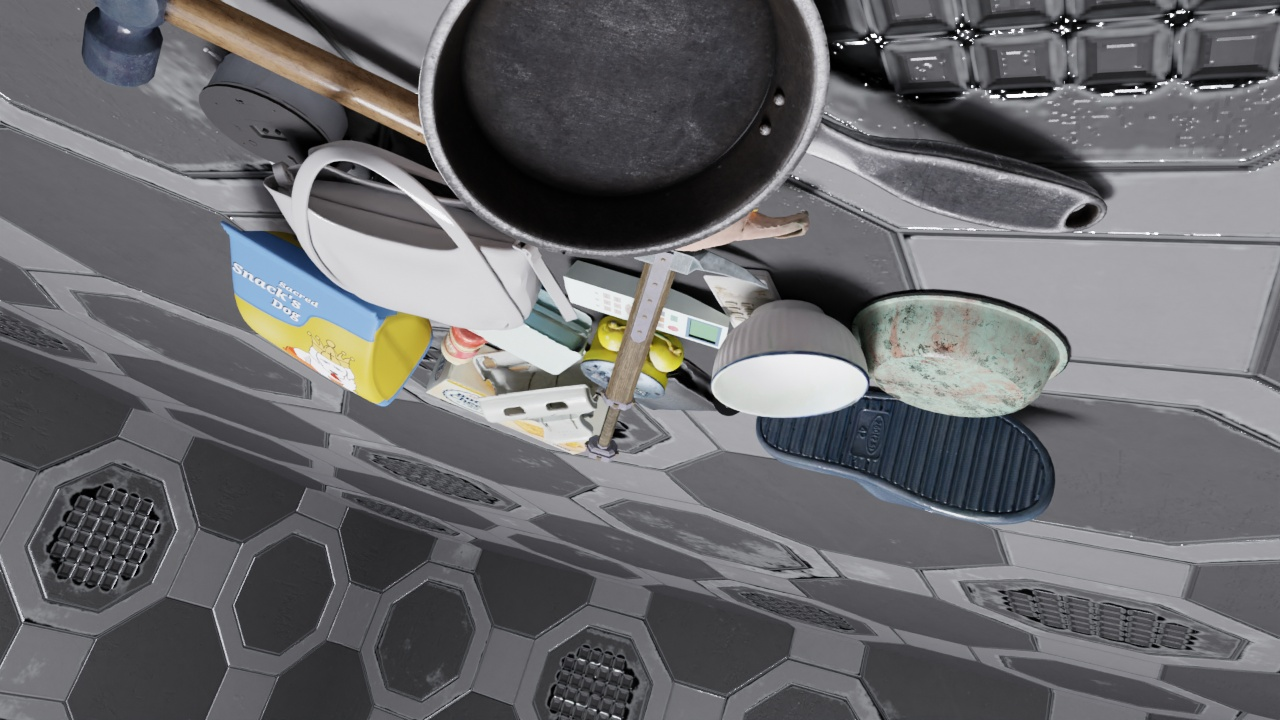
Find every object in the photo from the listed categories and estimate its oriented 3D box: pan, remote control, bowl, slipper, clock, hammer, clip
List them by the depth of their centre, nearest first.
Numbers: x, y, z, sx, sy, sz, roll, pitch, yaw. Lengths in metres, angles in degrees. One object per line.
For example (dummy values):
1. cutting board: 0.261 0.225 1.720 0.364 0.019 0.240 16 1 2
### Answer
1. pan: 0.074 -0.111 0.452 0.356 0.055 0.188 5 140 -17
2. hammer: -0.165 -0.164 0.569 0.321 0.040 0.130 22 140 -23
3. clock: -0.251 -0.169 0.652 0.095 0.035 0.123 12 160 17
4. bowl: 0.233 0.003 0.687 0.157 0.038 0.158 16 160 6
5. bowl: 0.113 -0.006 0.703 0.118 0.062 0.118 2 154 1
6. remote control: 0.095 -0.036 0.742 0.050 0.011 0.136 8 158 26
7. remote control: 0.006 -0.049 0.764 0.143 0.024 0.050 18 160 6
8. hammer: -0.005 0.004 0.779 0.147 0.028 0.318 17 143 -1
9. slipper: 0.235 0.081 0.825 0.264 0.101 0.082 13 168 32
10. clock: -0.007 -0.005 0.844 0.083 0.057 0.119 22 160 -9
11. clip: -0.100 0.049 0.978 0.126 0.096 0.152 -6 132 17

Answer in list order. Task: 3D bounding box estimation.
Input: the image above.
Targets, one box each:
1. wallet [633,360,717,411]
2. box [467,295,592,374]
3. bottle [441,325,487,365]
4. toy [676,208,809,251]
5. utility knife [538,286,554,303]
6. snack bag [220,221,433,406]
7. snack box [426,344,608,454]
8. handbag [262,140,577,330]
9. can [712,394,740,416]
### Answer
1. wallet: 0.026 0.029 0.956 0.115 0.026 0.089 -2 154 45
2. box: -0.143 -0.052 0.856 0.199 0.066 0.083 27 175 -17
3. bottle: -0.183 -0.025 0.966 0.044 0.044 0.109 23 161 -14
4. toy: -0.011 -0.148 0.483 0.196 0.065 0.265 2 150 12
5. utility knife: -0.138 -0.088 0.804 0.178 0.015 0.031 26 163 -26
6. snack bag: -0.292 -0.050 0.856 0.159 0.102 0.205 30 165 4
7. snack box: -0.141 0.045 1.097 0.207 0.057 0.104 25 160 -20
8. handbag: -0.149 -0.096 0.640 0.216 0.095 0.223 14 165 5
9. can: 0.098 0.031 0.889 0.031 0.031 0.081 21 160 -10
